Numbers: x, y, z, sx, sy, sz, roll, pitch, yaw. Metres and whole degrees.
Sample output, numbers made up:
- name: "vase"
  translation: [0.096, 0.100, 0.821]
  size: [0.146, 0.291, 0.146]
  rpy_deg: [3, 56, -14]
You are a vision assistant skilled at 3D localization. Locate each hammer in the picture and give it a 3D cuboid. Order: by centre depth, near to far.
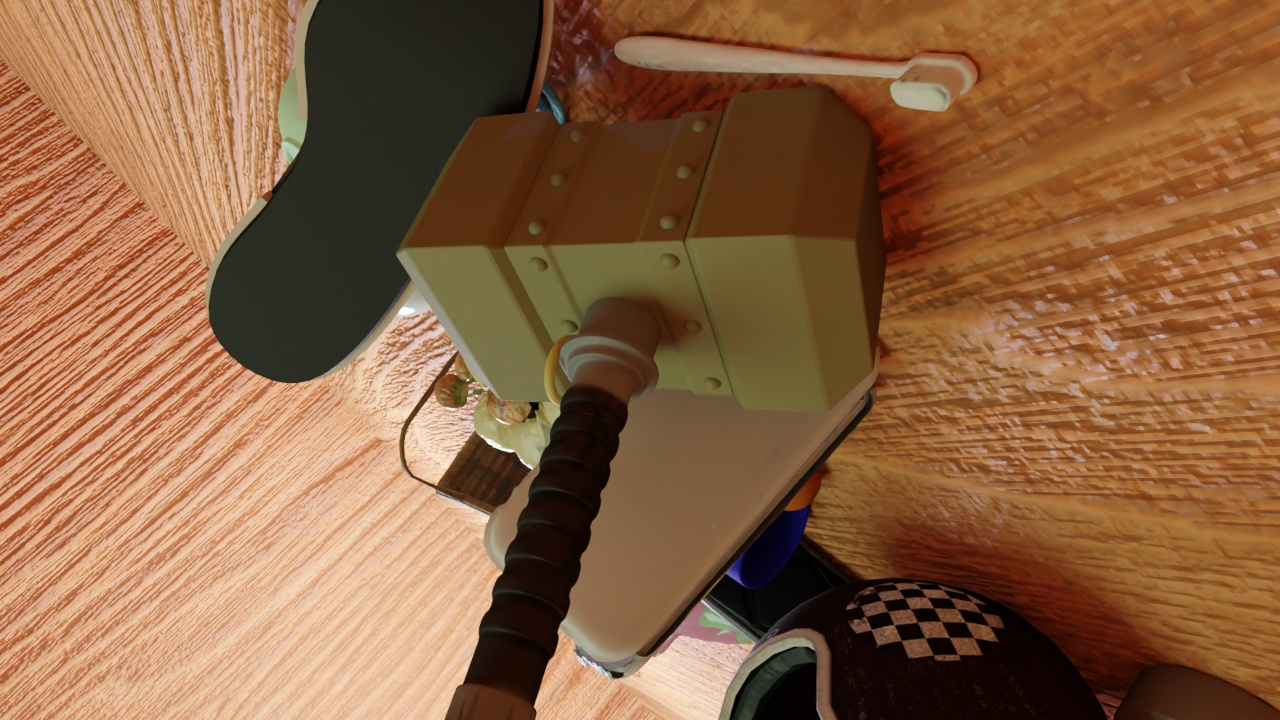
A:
- name: "hammer"
  translation: [-0.026, 0.049, 0.326]
  size: [0.190, 0.323, 0.101]
  rpy_deg: [1, 141, 22]

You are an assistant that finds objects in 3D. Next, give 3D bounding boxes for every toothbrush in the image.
- name: "toothbrush"
  translation: [0.047, -0.116, 0.361]
  size: [0.181, 0.018, 0.016]
  rpy_deg: [25, 151, 44]

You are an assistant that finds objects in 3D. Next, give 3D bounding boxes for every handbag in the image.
- name: "handbag"
  translation: [-0.062, 0.005, 0.542]
  size: [0.186, 0.116, 0.113]
  rpy_deg: [25, 120, 50]

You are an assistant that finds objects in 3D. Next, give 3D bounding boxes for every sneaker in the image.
- name: "sneaker"
  translation: [-0.130, -0.116, 0.496]
  size: [0.111, 0.116, 0.295]
  rpy_deg: [29, 123, -13]
- name: "sneaker"
  translation: [0.136, 0.219, 0.769]
  size: [0.257, 0.093, 0.160]
  rpy_deg: [36, 167, 25]

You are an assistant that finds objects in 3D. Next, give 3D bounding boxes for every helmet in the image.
- name: "helmet"
  translation: [0.156, 0.256, 0.531]
  size: [0.253, 0.234, 0.233]
  rpy_deg: [-90, -12, -76]

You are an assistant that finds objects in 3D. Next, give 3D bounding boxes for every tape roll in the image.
- name: "tape roll"
  translation: [0.301, 0.203, 0.479]
  size: [0.094, 0.030, 0.094]
  rpy_deg: [38, 159, 17]

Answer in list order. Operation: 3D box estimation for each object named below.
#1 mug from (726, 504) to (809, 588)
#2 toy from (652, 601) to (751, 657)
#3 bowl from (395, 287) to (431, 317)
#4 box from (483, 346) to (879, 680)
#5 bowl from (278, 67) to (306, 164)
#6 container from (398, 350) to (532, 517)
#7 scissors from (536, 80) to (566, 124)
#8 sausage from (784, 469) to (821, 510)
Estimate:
- name: "mug"
  translation: [0.058, 0.108, 0.666]
  size: [0.083, 0.079, 0.111]
  rpy_deg: [29, -176, 37]
- name: "toy"
  translation: [0.036, 0.208, 0.884]
  size: [0.222, 0.119, 0.171]
  rpy_deg: [41, 150, -27]
- name: "bowl"
  translation: [-0.264, -0.101, 0.909]
  size: [0.153, 0.072, 0.154]
  rpy_deg: [39, 159, 18]
- name: "box"
  translation: [0.018, 0.051, 0.467]
  size: [0.105, 0.210, 0.130]
  rpy_deg: [46, 159, 0]
- name: "bowl"
  translation: [-0.220, -0.161, 0.699]
  size: [0.151, 0.076, 0.151]
  rpy_deg: [39, 159, 18]
- name: "container"
  translation: [-0.129, 0.080, 0.893]
  size: [0.186, 0.157, 0.250]
  rpy_deg: [39, 163, -19]
- name: "scissors"
  translation: [-0.037, -0.118, 0.533]
  size: [0.136, 0.015, 0.055]
  rpy_deg: [49, 162, -31]
- name: "sausage"
  translation: [0.053, 0.048, 0.639]
  size: [0.164, 0.039, 0.045]
  rpy_deg: [36, 149, 21]
